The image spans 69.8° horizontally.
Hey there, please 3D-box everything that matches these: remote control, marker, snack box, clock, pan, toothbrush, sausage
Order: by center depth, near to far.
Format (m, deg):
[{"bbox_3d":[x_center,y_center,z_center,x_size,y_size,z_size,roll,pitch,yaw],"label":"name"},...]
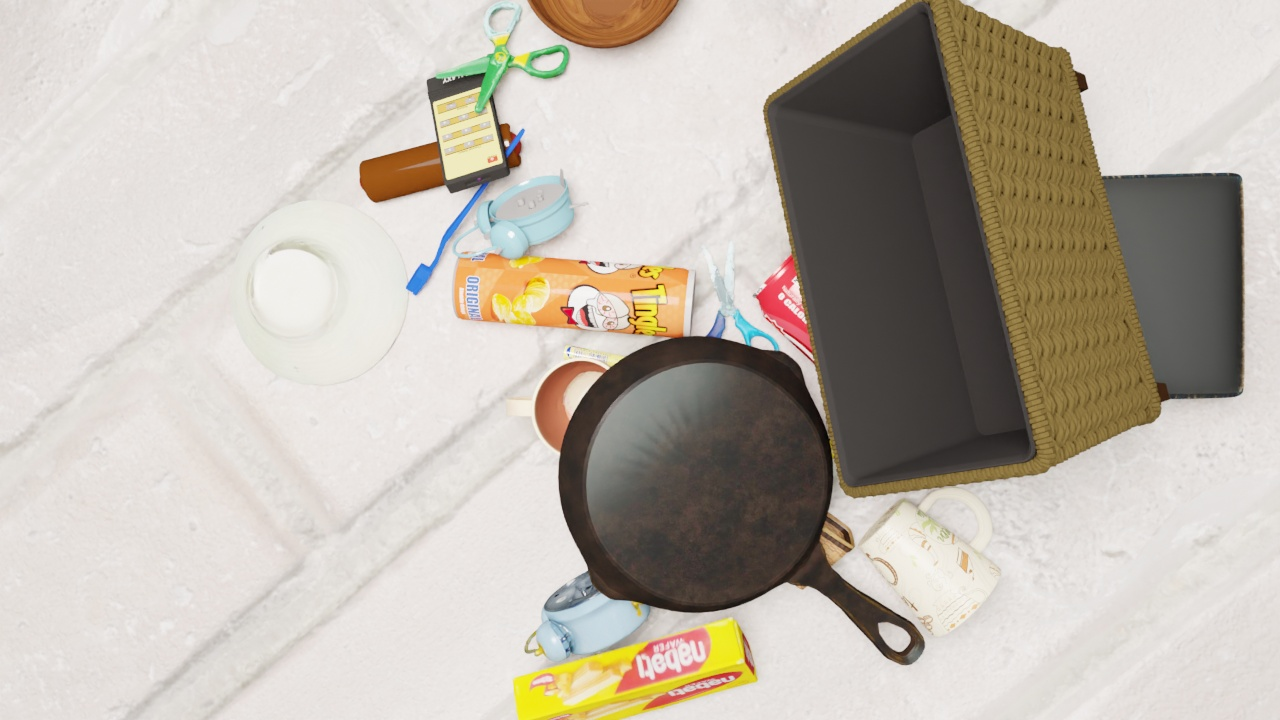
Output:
[{"bbox_3d":[0.098,0.136,0.740,0.356,0.043,0.248,40,88,-6],"label":"pan"},{"bbox_3d":[-0.002,0.280,0.805,0.201,0.092,0.042,-17,58,5],"label":"snack box"},{"bbox_3d":[-0.049,0.224,0.813,0.124,0.088,0.051,-26,95,2],"label":"clock"},{"bbox_3d":[-0.113,-0.126,0.817,0.123,0.087,0.042,-29,126,-9],"label":"clock"},{"bbox_3d":[-0.156,-0.211,0.823,0.058,0.013,0.133,-18,60,2],"label":"remote control"},{"bbox_3d":[-0.161,-0.136,0.836,0.011,0.016,0.187,30,108,-24],"label":"toothbrush"},{"bbox_3d":[-0.005,0.005,0.843,0.132,0.014,0.014,11,91,5],"label":"marker"},{"bbox_3d":[-0.185,-0.181,0.846,0.155,0.040,0.040,-13,89,5],"label":"sausage"}]

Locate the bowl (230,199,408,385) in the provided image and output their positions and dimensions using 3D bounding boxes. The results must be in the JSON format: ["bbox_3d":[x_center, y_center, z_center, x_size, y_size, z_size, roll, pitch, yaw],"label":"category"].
[{"bbox_3d":[-0.309,-0.064,0.848,0.177,0.057,0.176,0,91,5],"label":"bowl"}]

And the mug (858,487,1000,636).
[{"bbox_3d":[0.259,0.161,0.800,0.097,0.081,0.121,44,73,10],"label":"mug"}]

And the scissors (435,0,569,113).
[{"bbox_3d":[-0.130,-0.280,0.833,0.128,0.012,0.119,-19,76,-18],"label":"scissors"}]

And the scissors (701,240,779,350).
[{"bbox_3d":[0.068,-0.046,0.832,0.086,0.015,0.135,-20,88,-4],"label":"scissors"}]

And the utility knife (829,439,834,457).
[{"bbox_3d":[0.133,0.075,0.824,0.171,0.029,0.020,5,87,5],"label":"utility knife"}]

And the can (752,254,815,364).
[{"bbox_3d":[0.170,-0.030,0.796,0.142,0.074,0.074,44,94,3],"label":"can"}]

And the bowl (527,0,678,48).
[{"bbox_3d":[-0.030,-0.342,0.814,0.147,0.069,0.147,0,90,5],"label":"bowl"}]

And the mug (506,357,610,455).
[{"bbox_3d":[-0.061,0.040,0.804,0.111,0.104,0.085,0,90,6],"label":"mug"}]

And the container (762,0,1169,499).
[{"bbox_3d":[0.252,-0.077,0.695,0.204,0.177,0.320,-4,80,-34],"label":"container"}]

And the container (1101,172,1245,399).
[{"bbox_3d":[0.419,-0.060,0.775,0.145,0.071,0.187,-1,91,5],"label":"container"}]

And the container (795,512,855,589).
[{"bbox_3d":[0.124,0.147,0.812,0.114,0.063,0.061,35,101,4],"label":"container"}]

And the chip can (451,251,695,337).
[{"bbox_3d":[-0.058,-0.059,0.823,0.210,0.062,0.062,5,91,5],"label":"chip can"}]
